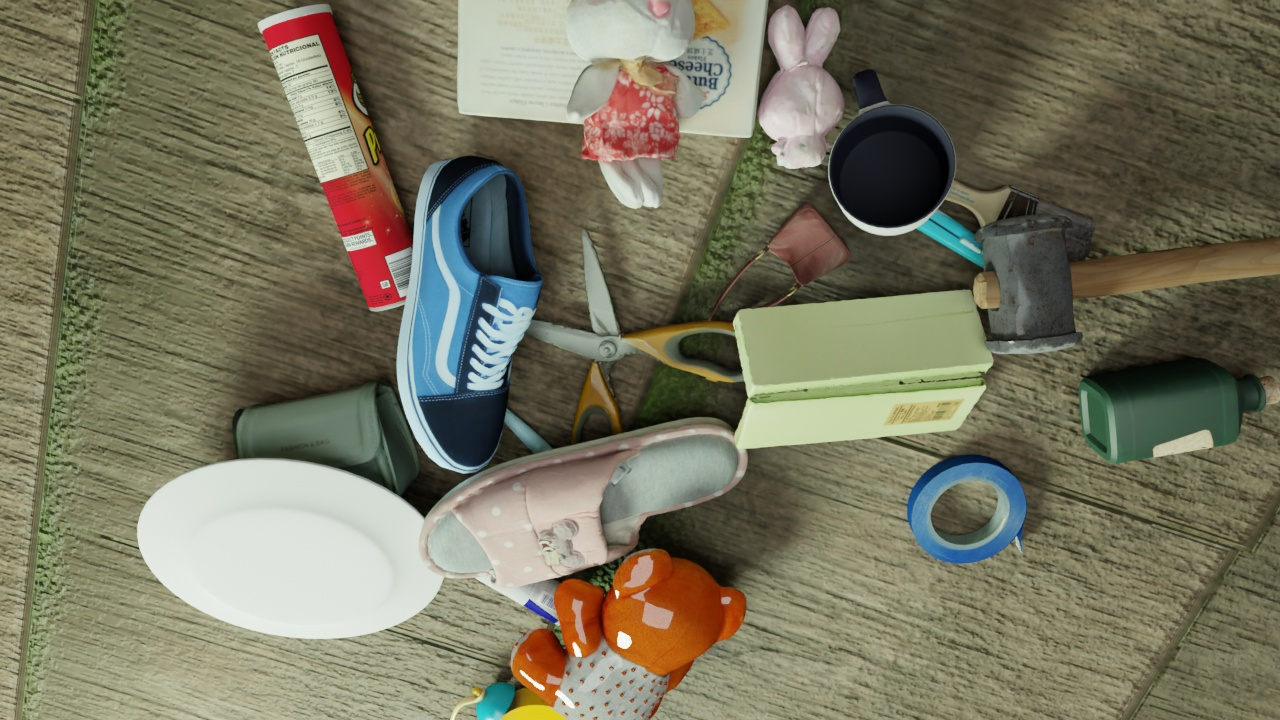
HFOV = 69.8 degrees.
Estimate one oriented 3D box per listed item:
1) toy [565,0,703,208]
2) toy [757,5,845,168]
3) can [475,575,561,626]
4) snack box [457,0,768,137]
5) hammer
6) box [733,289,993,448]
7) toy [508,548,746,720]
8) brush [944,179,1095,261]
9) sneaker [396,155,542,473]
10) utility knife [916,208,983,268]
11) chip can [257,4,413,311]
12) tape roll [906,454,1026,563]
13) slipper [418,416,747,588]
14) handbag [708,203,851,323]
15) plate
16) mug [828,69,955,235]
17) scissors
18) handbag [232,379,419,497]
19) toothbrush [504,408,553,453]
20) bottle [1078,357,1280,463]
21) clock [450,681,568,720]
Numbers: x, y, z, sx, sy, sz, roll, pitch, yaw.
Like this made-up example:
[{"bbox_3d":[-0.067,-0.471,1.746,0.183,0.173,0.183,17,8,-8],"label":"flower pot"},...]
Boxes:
[{"bbox_3d":[-0.004,-0.194,0.573,0.159,0.084,0.194,-4,110,-25],"label":"toy"},{"bbox_3d":[0.113,-0.192,0.646,0.063,0.047,0.110,-7,108,-28],"label":"toy"},{"bbox_3d":[-0.098,0.195,0.793,0.095,0.032,0.032,32,107,-8],"label":"can"},{"bbox_3d":[-0.020,-0.218,0.639,0.208,0.057,0.104,5,109,2],"label":"snack box"},{"bbox_3d":[0.402,-0.069,0.661,0.328,0.052,0.098,-7,92,-3],"label":"hammer"},{"bbox_3d":[0.166,0.012,0.690,0.188,0.066,0.128,-3,111,-8],"label":"box"},{"bbox_3d":[-0.005,0.228,0.765,0.163,0.092,0.173,32,107,-27],"label":"toy"},{"bbox_3d":[0.268,-0.111,0.683,0.151,0.012,0.039,20,107,-4],"label":"brush"},{"bbox_3d":[-0.119,-0.026,0.668,0.083,0.098,0.241,-7,106,-40],"label":"sneaker"},{"bbox_3d":[0.260,-0.082,0.694,0.162,0.015,0.022,28,99,-9],"label":"utility knife"},{"bbox_3d":[-0.214,-0.145,0.677,0.052,0.051,0.215,-15,107,7],"label":"chip can"},{"bbox_3d":[0.269,0.123,0.759,0.093,0.016,0.091,-7,108,5],"label":"tape roll"},{"bbox_3d":[-0.043,0.118,0.728,0.274,0.054,0.114,-20,128,0],"label":"slipper"},{"bbox_3d":[0.098,-0.064,0.703,0.120,0.029,0.055,-38,104,19],"label":"handbag"},{"bbox_3d":[-0.283,0.167,0.751,0.242,0.016,0.243,-1,132,-2],"label":"plate"},{"bbox_3d":[0.167,-0.143,0.628,0.079,0.096,0.112,-15,91,16],"label":"mug"},{"bbox_3d":[-0.005,0.004,0.728,0.230,0.016,0.225,-3,110,9],"label":"scissors"},{"bbox_3d":[-0.255,0.077,0.745,0.122,0.067,0.106,-11,106,7],"label":"handbag"},{"bbox_3d":[-0.106,0.051,0.754,0.155,0.016,0.022,44,113,-11],"label":"toothbrush"},{"bbox_3d":[0.413,0.034,0.698,0.131,0.061,0.061,-11,105,6],"label":"bottle"},{"bbox_3d":[-0.110,0.341,0.839,0.129,0.043,0.099,4,109,-6],"label":"clock"}]
